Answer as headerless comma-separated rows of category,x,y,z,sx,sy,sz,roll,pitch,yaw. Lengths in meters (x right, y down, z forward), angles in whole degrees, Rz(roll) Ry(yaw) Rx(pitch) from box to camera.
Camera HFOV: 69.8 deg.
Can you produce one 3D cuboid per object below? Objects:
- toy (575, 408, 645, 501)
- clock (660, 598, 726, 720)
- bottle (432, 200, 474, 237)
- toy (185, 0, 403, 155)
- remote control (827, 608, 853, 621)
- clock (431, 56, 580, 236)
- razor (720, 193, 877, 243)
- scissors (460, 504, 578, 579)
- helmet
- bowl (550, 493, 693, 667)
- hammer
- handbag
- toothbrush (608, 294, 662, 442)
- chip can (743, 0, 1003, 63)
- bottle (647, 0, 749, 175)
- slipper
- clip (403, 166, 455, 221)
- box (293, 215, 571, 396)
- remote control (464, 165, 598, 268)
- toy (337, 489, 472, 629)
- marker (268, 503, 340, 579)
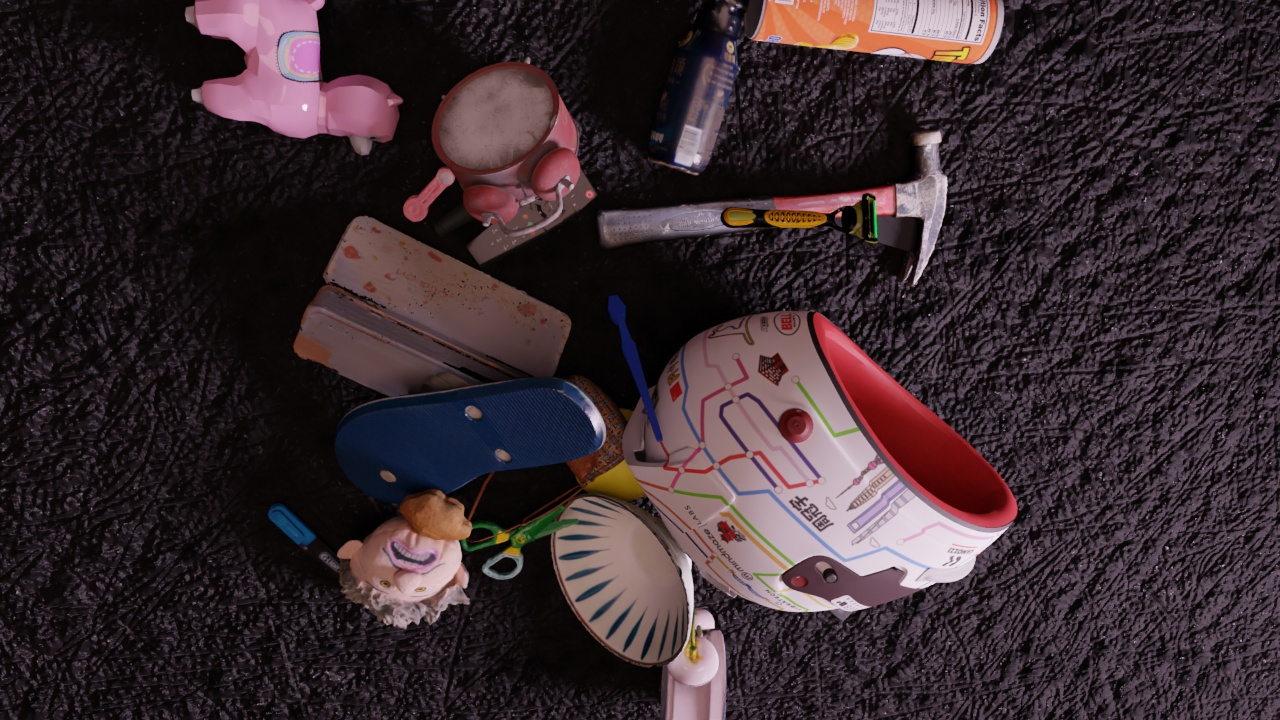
toy,-0.020,0.093,0.883,0.095,0.041,0.094,-44,101,7
clock,0.053,0.315,0.922,0.059,0.116,0.158,3,109,-1
bottle,-0.126,-0.146,0.799,0.123,0.033,0.033,-33,108,2
toy,-0.272,-0.231,0.735,0.157,0.067,0.123,0,105,-13
remote control,0.177,0.214,0.961,0.140,0.021,0.045,42,95,-13
clock,-0.102,-0.165,0.745,0.110,0.156,0.062,-22,152,6
razor,0.142,-0.127,0.818,0.144,0.021,0.044,0,85,-9
scissors,-0.109,0.178,0.888,0.132,0.013,0.078,-17,114,18
helmet,0.138,0.105,0.811,0.314,0.230,0.237,39,116,-14
bowl,-0.001,0.198,0.885,0.070,0.178,0.177,-24,114,-44
hammer,0.122,-0.127,0.844,0.326,0.036,0.140,-6,106,-7
handbag,-0.100,0.101,0.855,0.196,0.043,0.093,-42,69,10
toothbrush,-0.005,0.005,0.790,0.016,0.186,0.011,-13,134,-5
chip can,0.199,-0.298,0.789,0.210,0.062,0.062,3,106,-10
bottle,0.052,-0.242,0.786,0.056,0.056,0.161,15,104,-13
slipper,-0.153,0.056,0.791,0.296,0.060,0.118,-14,127,31
clip,-0.182,-0.144,0.789,0.022,0.039,0.059,41,93,-14
box,-0.183,-0.025,0.825,0.217,0.094,0.121,27,128,-15
remote control,-0.098,-0.127,0.821,0.125,0.010,0.039,-33,108,2
toy,-0.209,0.185,0.842,0.132,0.076,0.176,16,126,-18
marker,-0.308,0.182,0.878,0.018,0.015,0.123,-40,110,0
